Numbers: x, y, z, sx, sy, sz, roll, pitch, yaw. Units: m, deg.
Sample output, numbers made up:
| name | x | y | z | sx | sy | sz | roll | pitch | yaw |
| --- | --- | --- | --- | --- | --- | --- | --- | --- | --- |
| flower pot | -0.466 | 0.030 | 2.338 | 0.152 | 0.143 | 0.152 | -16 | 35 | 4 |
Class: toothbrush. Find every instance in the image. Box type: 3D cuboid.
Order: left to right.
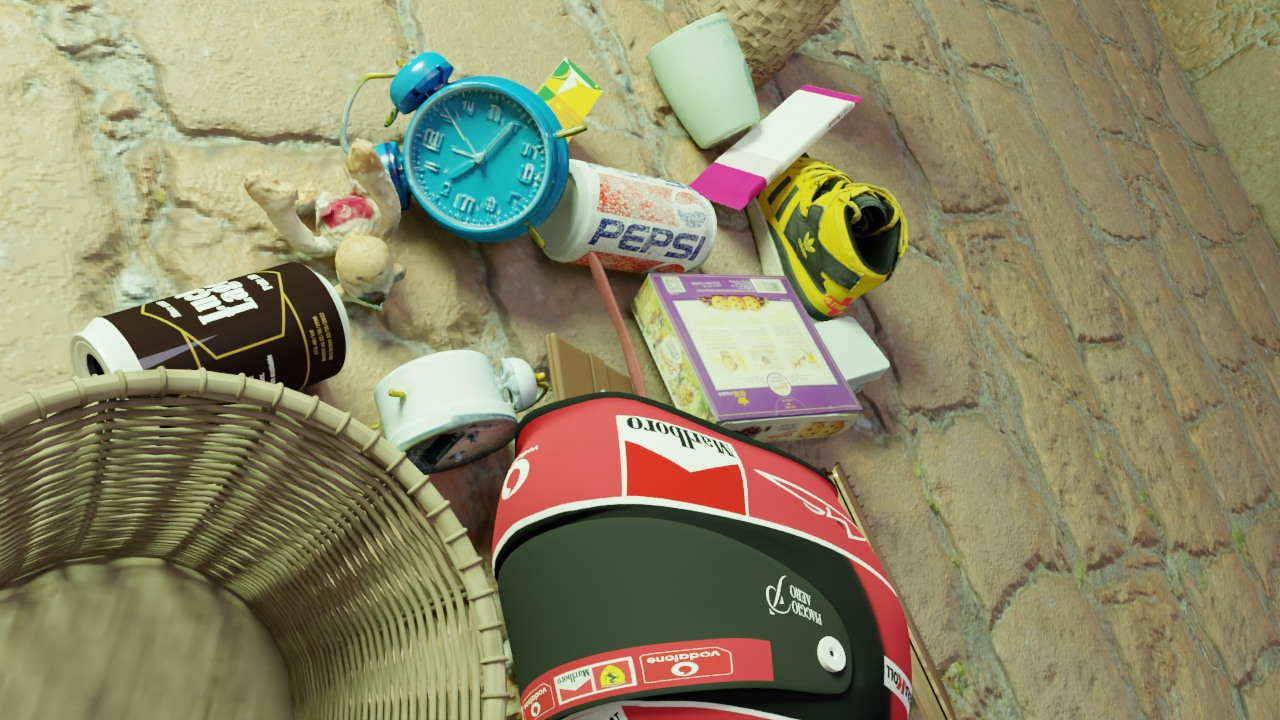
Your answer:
| name | x | y | z | sx | sy | sz | roll | pitch | yaw |
| --- | --- | --- | --- | --- | --- | --- | --- | --- | --- |
| toothbrush | -0.004 | 0.004 | 0.696 | 0.015 | 0.015 | 0.184 | -29 | 102 | -49 |

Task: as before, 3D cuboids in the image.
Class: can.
| name | x | y | z | sx | sy | sz | roll | pitch | yaw |
| --- | --- | --- | --- | --- | --- | --- | --- | --- | --- |
| can | -0.231 | -0.005 | 0.504 | 0.128 | 0.072 | 0.072 | -27 | 86 | -44 |
| can | -0.011 | -0.111 | 0.735 | 0.136 | 0.078 | 0.078 | 4 | 65 | -38 |

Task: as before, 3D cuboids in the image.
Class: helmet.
| name | x | y | z | sx | sy | sz | roll | pitch | yaw |
| --- | --- | --- | --- | --- | --- | --- | --- | --- | --- |
| helmet | 0.035 | 0.170 | 0.540 | 0.270 | 0.198 | 0.224 | 25 | 46 | -27 |

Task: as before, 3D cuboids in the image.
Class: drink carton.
| name | x | y | z | sx | sy | sz | roll | pitch | yaw |
| --- | --- | --- | --- | --- | --- | --- | --- | --- | --- |
| drink carton | -0.081 | -0.179 | 0.727 | 0.041 | 0.058 | 0.122 | 39 | 48 | -16 |

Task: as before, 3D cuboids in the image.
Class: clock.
| name | x | y | z | sx | sy | sz | roll | pitch | yaw |
| --- | --- | --- | --- | --- | --- | --- | --- | --- | --- |
| clock | -0.126 | -0.145 | 0.637 | 0.161 | 0.117 | 0.060 | 17 | 11 | -6 |
| clock | -0.110 | 0.033 | 0.577 | 0.117 | 0.083 | 0.057 | -7 | 66 | -40 |

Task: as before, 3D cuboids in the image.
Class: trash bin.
| name | x | y | z | sx | sy | sz | roll | pitch | yaw |
| --- | --- | --- | --- | --- | --- | --- | --- | --- | --- |
| trash bin | 0.144 | -0.392 | 0.918 | 0.151 | 0.211 | 0.151 | 18 | 58 | -32 |

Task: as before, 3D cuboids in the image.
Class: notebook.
| name | x | y | z | sx | sy | sz | roll | pitch | yaw |
| --- | --- | --- | --- | --- | --- | --- | --- | --- | --- |
| notebook | 0.193 | 0.183 | 0.726 | 0.210 | 0.022 | 0.169 | 66 | 11 | 9 |

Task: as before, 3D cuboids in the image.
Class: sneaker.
| name | x | y | z | sx | sy | sz | roll | pitch | yaw |
| --- | --- | --- | --- | --- | --- | --- | --- | --- | --- |
| sneaker | 0.173 | -0.156 | 0.879 | 0.086 | 0.122 | 0.238 | 8 | 63 | -38 |

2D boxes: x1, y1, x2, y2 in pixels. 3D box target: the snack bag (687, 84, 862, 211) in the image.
| name | x | y | z | sx | sy | sz | roll | pitch | yaw |
| --- | --- | --- | --- | --- | --- | --- | --- | --- | --- |
| snack bag | 0.128 | -0.206 | 0.876 | 0.196 | 0.070 | 0.016 | -44 | 141 | -25 |

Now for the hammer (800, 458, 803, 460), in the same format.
| name | x | y | z | sx | sy | sz | roll | pitch | yaw |
| --- | --- | --- | --- | --- | --- | --- | --- | --- | --- |
| hammer | 0.143 | 0.223 | 0.653 | 0.033 | 0.133 | 0.329 | 5 | 55 | -22 |

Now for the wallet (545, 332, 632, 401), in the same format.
| name | x | y | z | sx | sy | sz | roll | pitch | yaw |
| --- | --- | --- | --- | --- | --- | --- | --- | --- | --- |
| wallet | -0.029 | 0.036 | 0.652 | 0.121 | 0.013 | 0.087 | 33 | 43 | -60 |

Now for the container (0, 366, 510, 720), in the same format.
| name | x | y | z | sx | sy | sz | roll | pitch | yaw |
| --- | --- | --- | --- | --- | --- | --- | --- | --- | --- |
| container | -0.198 | 0.143 | 0.365 | 0.226 | 0.197 | 0.226 | 19 | 57 | -31 |

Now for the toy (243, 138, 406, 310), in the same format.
| name | x | y | z | sx | sy | sz | roll | pitch | yaw |
| --- | --- | --- | --- | --- | --- | --- | --- | --- | --- |
| toy | -0.191 | -0.079 | 0.586 | 0.085 | 0.074 | 0.106 | -20 | 103 | -12 |

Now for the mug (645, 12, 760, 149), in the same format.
| name | x | y | z | sx | sy | sz | roll | pitch | yaw |
| --- | --- | --- | --- | --- | --- | --- | --- | --- | --- |
| mug | 0.068 | -0.265 | 0.888 | 0.104 | 0.084 | 0.111 | 63 | 17 | -7 |

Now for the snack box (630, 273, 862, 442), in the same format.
| name | x | y | z | sx | sy | sz | roll | pitch | yaw |
| --- | --- | --- | --- | --- | --- | --- | --- | --- | --- |
| snack box | 0.083 | -0.004 | 0.731 | 0.143 | 0.041 | 0.148 | -2 | 53 | -31 |

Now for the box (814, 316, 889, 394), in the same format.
| name | x | y | z | sx | sy | sz | roll | pitch | yaw |
| --- | --- | --- | --- | --- | --- | --- | --- | --- | --- |
| box | 0.134 | 0.007 | 0.810 | 0.198 | 0.071 | 0.085 | -15 | 91 | -39 |
